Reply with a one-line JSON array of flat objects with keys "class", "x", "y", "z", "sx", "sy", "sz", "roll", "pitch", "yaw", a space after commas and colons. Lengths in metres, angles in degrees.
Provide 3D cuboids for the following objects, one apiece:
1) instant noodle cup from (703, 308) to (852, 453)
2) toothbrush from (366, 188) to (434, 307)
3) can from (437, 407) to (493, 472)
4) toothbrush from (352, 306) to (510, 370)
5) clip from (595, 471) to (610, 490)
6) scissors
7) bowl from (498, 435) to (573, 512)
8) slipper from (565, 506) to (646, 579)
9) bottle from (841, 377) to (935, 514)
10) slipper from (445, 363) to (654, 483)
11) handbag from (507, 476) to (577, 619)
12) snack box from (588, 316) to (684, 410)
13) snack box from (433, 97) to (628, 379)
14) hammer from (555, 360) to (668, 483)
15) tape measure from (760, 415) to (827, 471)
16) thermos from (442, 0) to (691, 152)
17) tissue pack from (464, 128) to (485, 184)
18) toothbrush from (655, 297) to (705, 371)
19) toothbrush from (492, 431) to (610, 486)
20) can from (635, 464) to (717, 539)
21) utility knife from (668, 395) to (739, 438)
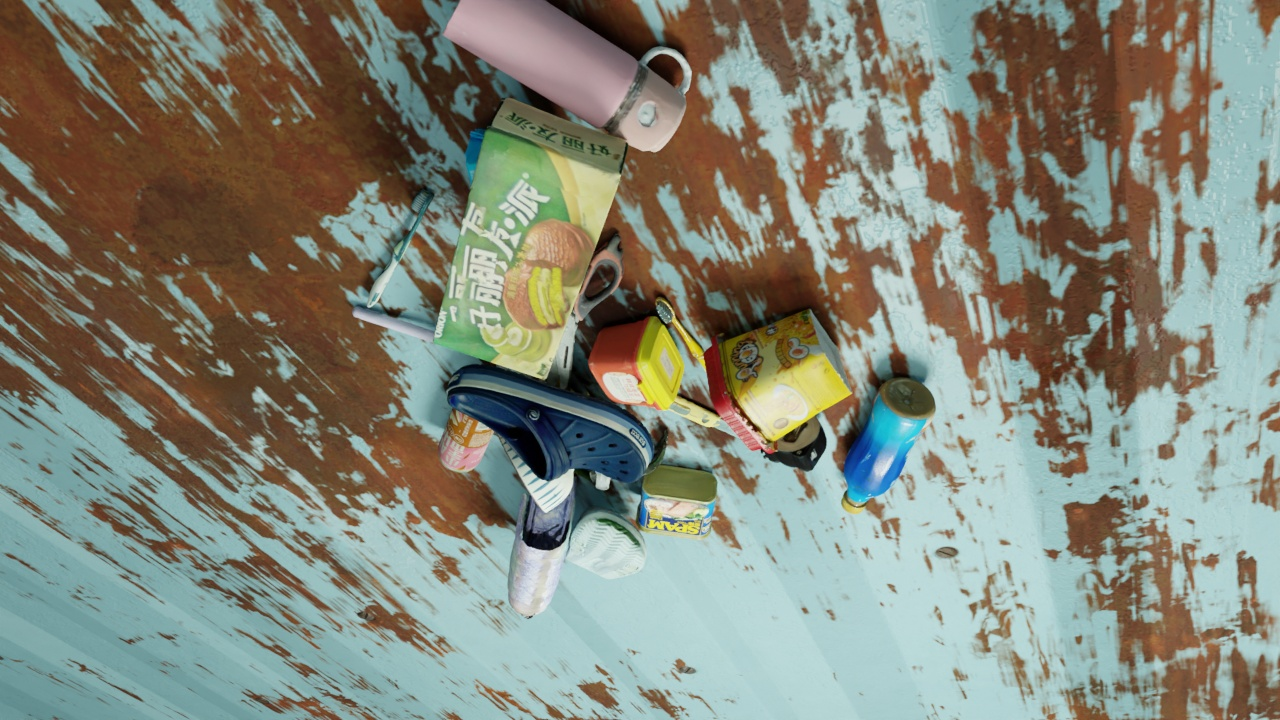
[{"class": "instant noodle cup", "x": 0.147, "y": 0.017, "z": 0.970, "sx": 0.124, "sy": 0.116, "sz": 0.116, "roll": -27, "pitch": 128, "yaw": 19}, {"class": "toothbrush", "x": -0.256, "y": -0.114, "z": 0.958, "sx": 0.018, "sy": 0.016, "sz": 0.192, "roll": 34, "pitch": 133, "yaw": -12}, {"class": "can", "x": -0.207, "y": 0.078, "z": 1.128, "sx": 0.058, "sy": 0.057, "sz": 0.148, "roll": 19, "pitch": 137, "yaw": -12}, {"class": "toothbrush", "x": -0.236, "y": -0.024, "z": 1.037, "sx": 0.189, "sy": 0.021, "sz": 0.029, "roll": 20, "pitch": -178, "yaw": -1}, {"class": "clip", "x": -0.046, "y": 0.144, "z": 1.156, "sx": 0.026, "sy": 0.041, "sz": 0.058, "roll": 9, "pitch": 139, "yaw": -1}, {"class": "scissors", "x": -0.066, "y": -0.049, "z": 0.972, "sx": 0.197, "sy": 0.015, "sz": 0.205, "roll": -24, "pitch": 124, "yaw": 19}, {"class": "bowl", "x": -0.119, "y": 0.121, "z": 1.127, "sx": 0.066, "sy": 0.116, "sz": 0.116, "roll": -31, "pitch": 133, "yaw": -5}, {"class": "slipper", "x": -0.045, "y": 0.248, "z": 1.267, "sx": 0.104, "sy": 0.074, "sz": 0.246, "roll": 26, "pitch": 156, "yaw": -2}, {"class": "bottle", "x": 0.279, "y": 0.110, "z": 1.076, "sx": 0.065, "sy": 0.065, "sz": 0.219, "roll": 10, "pitch": 138, "yaw": -1}, {"class": "slipper", "x": -0.100, "y": 0.084, "z": 1.030, "sx": 0.252, "sy": 0.095, "sz": 0.105, "roll": 25, "pitch": 155, "yaw": -16}, {"class": "handbag", "x": -0.137, "y": 0.247, "z": 1.246, "sx": 0.075, "sy": 0.134, "sz": 0.194, "roll": 11, "pitch": 137, "yaw": -3}, {"class": "snack box", "x": -0.006, "y": 0.006, "z": 1.001, "sx": 0.080, "sy": 0.081, "sz": 0.091, "roll": -3, "pitch": 139, "yaw": 27}, {"class": "snack box", "x": -0.101, "y": -0.099, "z": 0.809, "sx": 0.114, "sy": 0.063, "sz": 0.241, "roll": 19, "pitch": 130, "yaw": -7}, {"class": "hammer", "x": -0.073, "y": 0.040, "z": 1.084, "sx": 0.126, "sy": 0.031, "sz": 0.323, "roll": -15, "pitch": 132, "yaw": 24}, {"class": "tape measure", "x": 0.183, "y": 0.092, "z": 1.072, "sx": 0.066, "sy": 0.065, "sz": 0.033, "roll": 11, "pitch": 143, "yaw": 40}, {"class": "thermos", "x": -0.052, "y": -0.249, "z": 0.744, "sx": 0.198, "sy": 0.067, "sz": 0.087, "roll": 26, "pitch": 106, "yaw": -18}, {"class": "tissue pack", "x": -0.104, "y": -0.150, "z": 0.851, "sx": 0.090, "sy": 0.063, "sz": 0.140, "roll": -2, "pitch": 130, "yaw": 9}, {"class": "toothbrush", "x": 0.065, "y": -0.003, "z": 1.021, "sx": 0.016, "sy": 0.018, "sz": 0.191, "roll": -16, "pitch": 133, "yaw": 27}, {"class": "toothbrush", "x": -0.118, "y": 0.127, "z": 1.202, "sx": 0.185, "sy": 0.012, "sz": 0.017, "roll": 30, "pitch": 140, "yaw": -22}, {"class": "can", "x": 0.048, "y": 0.185, "z": 1.205, "sx": 0.102, "sy": 0.057, "sz": 0.083, "roll": 7, "pitch": 136, "yaw": 2}, {"class": "utility knife", "x": 0.052, "y": 0.054, "z": 1.095, "sx": 0.198, "sy": 0.020, "sz": 0.031, "roll": 22, "pitch": 143, "yaw": -21}]
